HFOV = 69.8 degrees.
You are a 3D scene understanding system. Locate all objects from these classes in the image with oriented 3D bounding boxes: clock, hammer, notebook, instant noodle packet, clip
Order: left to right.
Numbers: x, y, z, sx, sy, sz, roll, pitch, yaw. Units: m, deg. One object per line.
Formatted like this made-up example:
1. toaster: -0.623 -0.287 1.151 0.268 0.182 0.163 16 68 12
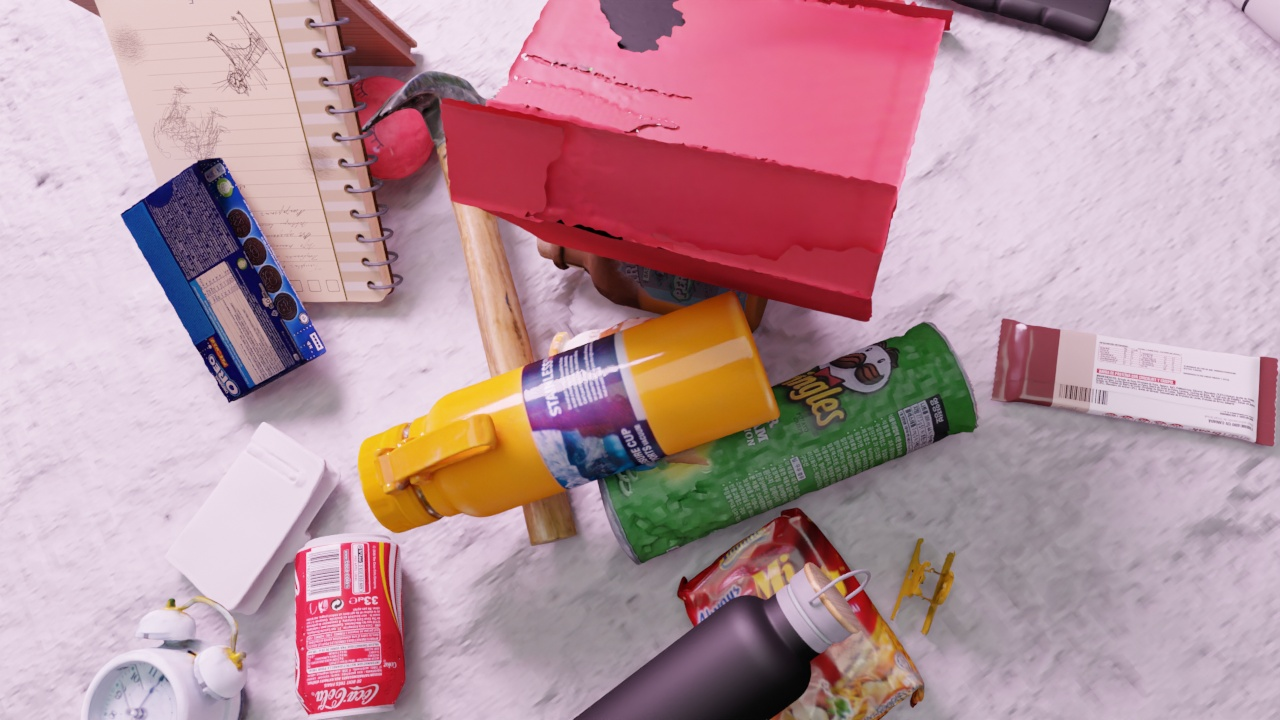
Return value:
1. clock: -0.292 0.205 0.575 0.083 0.057 0.117 27 85 17
2. notebook: -0.296 -0.255 0.673 0.210 0.169 0.022 4 88 11
3. notebook: -0.260 -0.144 0.624 0.167 0.226 0.024 1 29 10
4. hammer: -0.098 -0.042 0.611 0.033 0.132 0.330 -23 76 33
5. instant noodle packet: 0.091 0.163 0.535 0.098 0.039 0.135 -36 70 4
6. hammer: 0.178 -0.299 0.676 0.324 0.029 0.126 25 70 15
7. clip: 0.168 0.131 0.528 0.044 0.050 0.053 30 76 -17

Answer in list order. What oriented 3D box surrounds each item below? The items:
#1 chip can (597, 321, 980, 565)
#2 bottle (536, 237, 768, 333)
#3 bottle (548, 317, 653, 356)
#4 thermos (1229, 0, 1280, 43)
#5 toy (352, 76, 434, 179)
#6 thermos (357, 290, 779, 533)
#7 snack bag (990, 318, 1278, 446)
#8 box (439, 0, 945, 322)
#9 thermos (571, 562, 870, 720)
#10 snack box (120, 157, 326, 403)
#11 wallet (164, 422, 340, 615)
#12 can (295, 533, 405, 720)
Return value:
1. chip can: 0.084 0.051 0.555 0.223 0.075 0.075 -22 69 3
2. bottle: 0.007 -0.067 0.610 0.157 0.068 0.067 14 74 14
3. bottle: -0.004 0.003 0.591 0.109 0.063 0.063 3 72 16
4. thermos: 0.390 -0.306 0.631 0.052 0.052 0.224 -31 69 -1
5. toy: -0.190 -0.178 0.693 0.135 0.045 0.091 -15 68 -7
6. thermos: -0.046 0.030 0.515 0.233 0.091 0.076 -19 48 8
7. snack bag: 0.300 0.012 0.561 0.158 0.013 0.057 9 76 13
8. box: 0.003 -0.155 0.323 0.215 0.511 0.141 16 74 15
9. thermos: 0.030 0.182 0.496 0.231 0.061 0.061 -40 69 11
10. snack box: -0.287 -0.053 0.633 0.082 0.027 0.150 -23 97 23
11. wallet: -0.259 0.106 0.621 0.086 0.032 0.116 30 81 29
12. can: -0.179 0.164 0.567 0.064 0.064 0.104 -10 70 6
